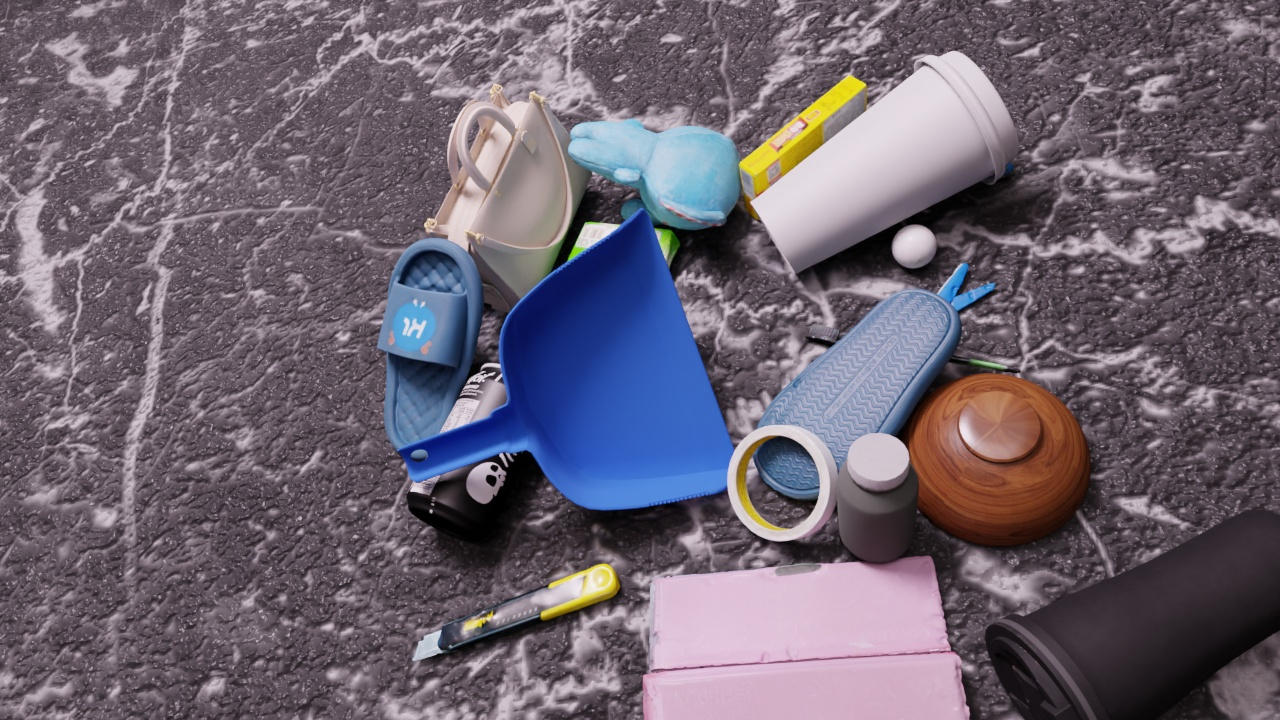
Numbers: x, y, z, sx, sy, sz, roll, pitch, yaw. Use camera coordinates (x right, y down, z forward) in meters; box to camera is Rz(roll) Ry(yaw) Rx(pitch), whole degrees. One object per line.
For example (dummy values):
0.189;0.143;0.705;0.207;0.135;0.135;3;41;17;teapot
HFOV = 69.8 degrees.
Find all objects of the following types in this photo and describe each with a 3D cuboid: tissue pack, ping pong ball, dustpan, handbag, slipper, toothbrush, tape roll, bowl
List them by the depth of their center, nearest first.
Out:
0.280;0.065;0.725;0.147;0.069;0.147;-7;58;11;bowl
0.115;0.100;0.749;0.094;0.019;0.094;-3;86;37;tape roll
-0.074;0.037;0.756;0.258;0.245;0.059;-19;15;6;dustpan
0.187;0.033;0.771;0.214;0.059;0.104;-47;51;4;slipper
0.233;-0.010;0.800;0.188;0.014;0.017;12;75;31;toothbrush
0.254;-0.106;0.851;0.040;0.040;0.040;-7;58;11;ping pong ball
-0.206;-0.009;0.851;0.104;0.059;0.214;17;104;26;slipper
-0.136;-0.169;0.890;0.101;0.198;0.194;15;71;20;handbag
-0.025;-0.092;0.923;0.114;0.034;0.099;11;61;21;tissue pack

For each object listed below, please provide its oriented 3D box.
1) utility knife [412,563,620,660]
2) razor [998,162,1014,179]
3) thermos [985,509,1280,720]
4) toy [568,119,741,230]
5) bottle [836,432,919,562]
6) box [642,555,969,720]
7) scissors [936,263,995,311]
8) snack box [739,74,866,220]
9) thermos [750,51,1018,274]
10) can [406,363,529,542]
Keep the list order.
-0.107;0.214;0.771;0.186;0.020;0.028;-22;55;3;utility knife
0.296;-0.197;0.909;0.141;0.018;0.043;16;75;19;razor
0.350;0.182;0.622;0.218;0.106;0.105;-26;56;-7;thermos
0.014;-0.184;0.922;0.180;0.115;0.183;11;38;-7;toy
0.181;0.105;0.700;0.060;0.108;0.060;-7;48;7;bottle
0.117;0.230;0.684;0.233;0.051;0.180;-9;56;10;box
0.259;-0.046;0.834;0.097;0.020;0.132;29;72;25;scissors
0.165;-0.211;0.918;0.152;0.075;0.025;-40;60;-10;snack box
0.218;-0.173;0.850;0.222;0.131;0.131;-32;56;10;thermos
-0.143;0.082;0.823;0.080;0.080;0.145;14;64;22;can
